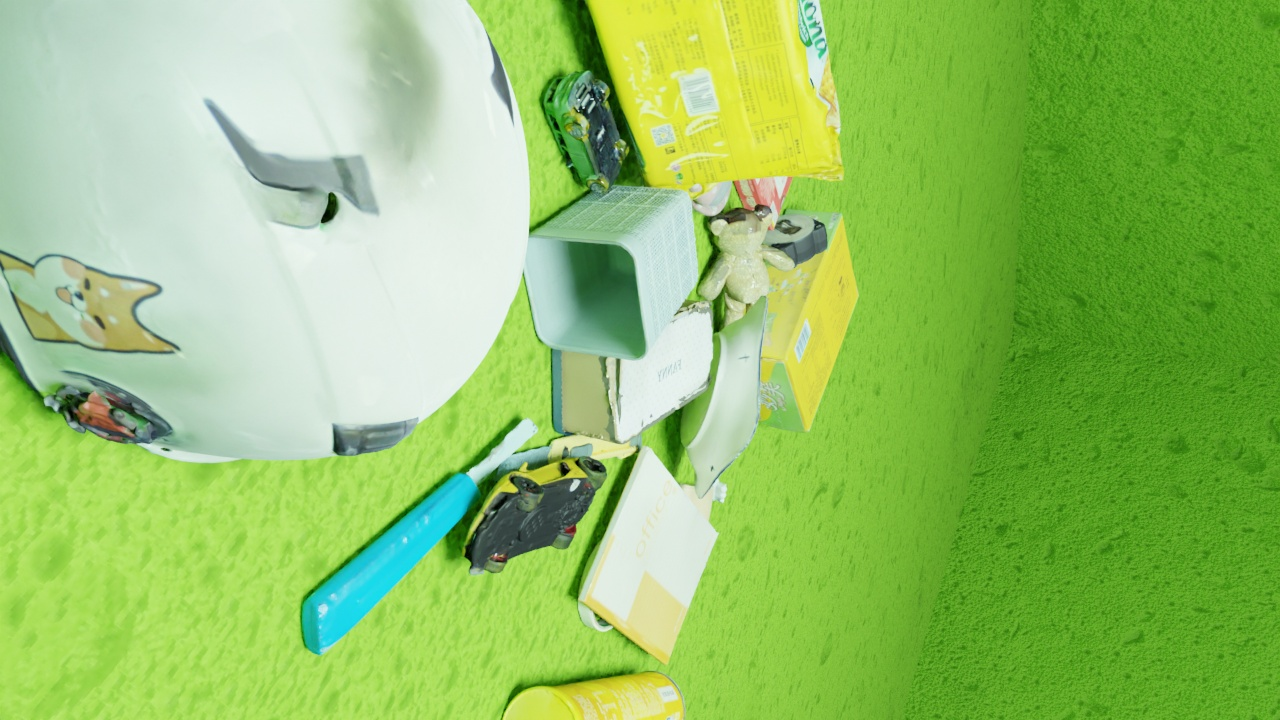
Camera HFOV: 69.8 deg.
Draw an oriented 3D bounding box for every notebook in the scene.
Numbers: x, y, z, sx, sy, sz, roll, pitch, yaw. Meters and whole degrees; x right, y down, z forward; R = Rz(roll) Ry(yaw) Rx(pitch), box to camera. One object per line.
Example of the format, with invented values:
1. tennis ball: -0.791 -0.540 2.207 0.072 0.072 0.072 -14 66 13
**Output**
1. notebook: 0.014 0.186 0.850 0.145 0.010 0.206 -65 148 -23

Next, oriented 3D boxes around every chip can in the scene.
1. chip can: -0.032 0.304 0.777 0.213 0.072 0.072 28 75 -62

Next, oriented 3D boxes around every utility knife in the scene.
1. utility knife: -0.051 0.072 0.727 0.215 0.022 0.031 -2 99 -57
2. utility knife: -0.128 0.097 0.578 0.217 0.018 0.034 -44 134 -46

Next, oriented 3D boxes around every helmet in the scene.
1. helmet: -0.128 -0.067 0.371 0.229 0.157 0.274 -55 144 -38

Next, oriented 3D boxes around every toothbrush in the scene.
1. toothbrush: 0.089 0.072 0.965 0.016 0.016 0.180 -36 135 -55

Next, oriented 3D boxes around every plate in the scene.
1. plate: 0.071 0.031 0.850 0.164 0.034 0.164 118 -15 -55

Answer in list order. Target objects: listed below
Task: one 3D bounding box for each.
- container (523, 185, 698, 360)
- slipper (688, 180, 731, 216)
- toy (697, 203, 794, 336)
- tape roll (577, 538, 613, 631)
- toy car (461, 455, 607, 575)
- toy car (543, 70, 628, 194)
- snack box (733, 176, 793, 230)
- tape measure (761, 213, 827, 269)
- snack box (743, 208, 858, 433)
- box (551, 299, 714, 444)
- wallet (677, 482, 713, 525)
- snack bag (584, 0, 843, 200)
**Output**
1. container: -0.015 -0.070 0.660 0.111 0.090 0.090 -51 141 -47
2. slipper: 0.043 -0.225 0.749 0.114 0.054 0.274 -65 149 -26
3. toy: 0.100 -0.080 0.911 0.105 0.066 0.157 -14 125 -14
4. tape roll: -0.027 0.195 0.810 0.085 0.014 0.086 -29 124 -56
5. toy car: -0.075 0.103 0.645 0.071 0.041 0.155 -62 158 15
6. toy car: -0.037 -0.158 0.640 0.043 0.036 0.091 -64 149 -29
7. snack box: 0.118 -0.206 0.928 0.075 0.025 0.153 -69 151 -22
8. tape measure: 0.159 -0.129 0.989 0.065 0.066 0.034 -31 128 -21
9. snack box: 0.182 -0.046 1.057 0.209 0.070 0.158 -65 149 -26
10. box: -0.004 0.004 0.738 0.183 0.062 0.090 -23 119 -56
11. wallet: 0.049 0.184 0.940 0.087 0.024 0.115 19 82 -63
12. snack bag: 0.047 -0.212 0.632 0.068 0.158 0.247 -82 158 -43
